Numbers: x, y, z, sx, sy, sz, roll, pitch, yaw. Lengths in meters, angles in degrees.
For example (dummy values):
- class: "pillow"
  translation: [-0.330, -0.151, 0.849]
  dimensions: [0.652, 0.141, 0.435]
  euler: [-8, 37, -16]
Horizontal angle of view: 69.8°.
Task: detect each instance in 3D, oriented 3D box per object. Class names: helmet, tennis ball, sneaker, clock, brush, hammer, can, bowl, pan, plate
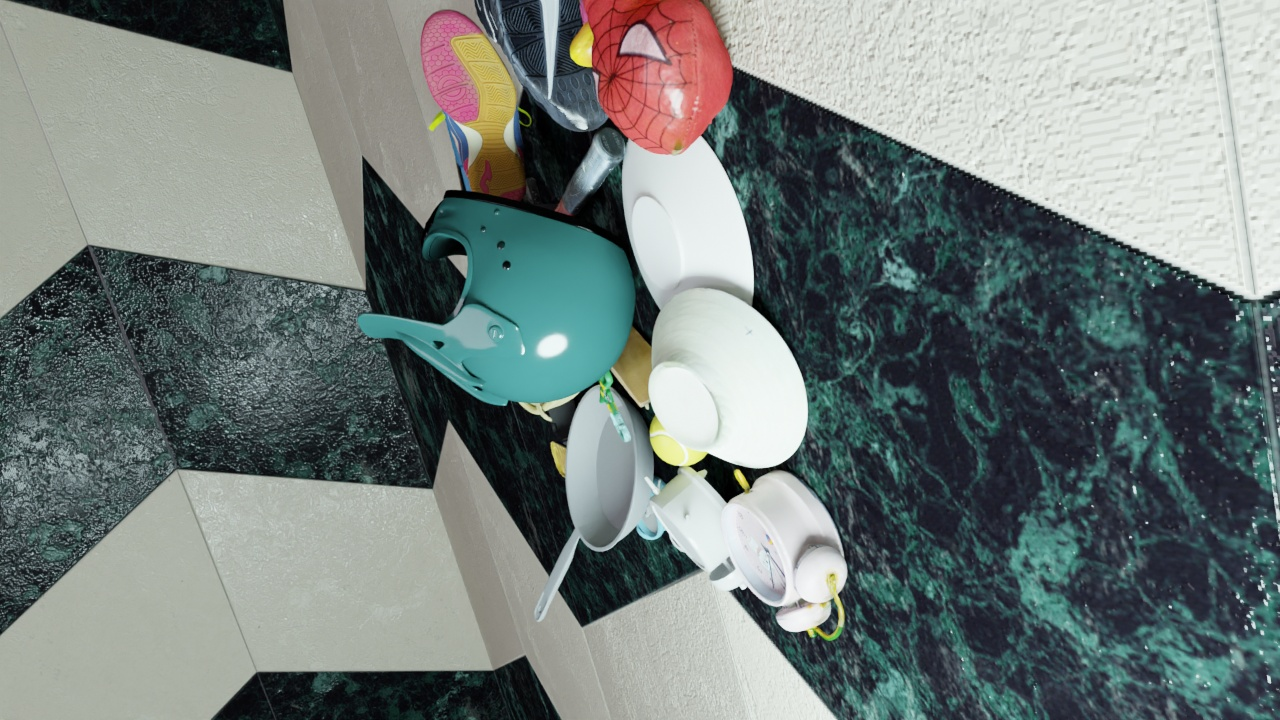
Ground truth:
- class: "helmet"
  translation: [-0.145, -0.056, 0.966]
  dimensions: [0.176, 0.275, 0.200]
  euler: [31, -104, -74]
- class: "tennis ball"
  translation: [0.042, 0.074, 0.929]
  dimensions: [0.065, 0.065, 0.065]
  euler: [49, 150, 41]
- class: "sneaker"
  translation: [-0.109, -0.327, 0.910]
  dimensions: [0.151, 0.097, 0.252]
  euler: [151, 99, -73]
- class: "clock"
  translation: [0.005, 0.181, 1.137]
  dimensions: [0.123, 0.042, 0.087]
  euler: [-27, 84, 66]
- class: "brush"
  translation: [-0.006, 0.006, 1.007]
  dimensions: [0.117, 0.049, 0.039]
  euler: [49, 169, 41]
- class: "hammer"
  translation: [-0.082, -0.186, 1.030]
  dimensions: [0.140, 0.036, 0.327]
  euler: [67, 159, 3]
- class: "can"
  translation: [-0.077, 0.132, 1.264]
  dimensions: [0.100, 0.059, 0.054]
  euler: [14, 121, 64]
- class: "clock"
  translation: [0.068, 0.177, 0.957]
  dimensions: [0.120, 0.061, 0.159]
  euler: [38, 162, 49]
- class: "bowl"
  translation: [0.057, 0.028, 0.803]
  dimensions: [0.177, 0.057, 0.177]
  euler: [29, 133, 35]
- class: "sneaker"
  translation: [-0.187, -0.283, 1.015]
  dimensions: [0.242, 0.116, 0.091]
  euler: [80, -179, -48]
- class: "pan"
  translation: [-0.066, 0.196, 1.155]
  dimensions: [0.200, 0.050, 0.357]
  euler: [56, 134, 50]
- class: "plate"
  translation: [0.027, -0.112, 0.852]
  dimensions: [0.229, 0.030, 0.230]
  euler: [49, 150, 41]
- class: "clock"
  translation: [0.133, 0.175, 0.816]
  dimensions: [0.158, 0.058, 0.117]
  euler: [54, 153, 32]

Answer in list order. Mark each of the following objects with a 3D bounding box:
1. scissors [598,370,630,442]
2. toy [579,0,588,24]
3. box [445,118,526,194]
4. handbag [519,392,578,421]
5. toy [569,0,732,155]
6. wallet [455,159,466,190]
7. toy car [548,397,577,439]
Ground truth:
- class: "scissors"
  translation: [-0.037, 0.042, 1.047]
  dimensions: [0.126, 0.011, 0.130]
  euler: [117, 131, -75]
- class: "toy"
  translation: [-0.026, -0.298, 0.801]
  dimensions: [0.094, 0.041, 0.095]
  euler: [37, 144, 59]
- class: "box"
  translation: [-0.184, -0.250, 1.204]
  dimensions: [0.170, 0.070, 0.244]
  euler: [-77, -23, -68]
- class: "handbag"
  translation: [-0.128, -0.023, 1.168]
  dimensions: [0.191, 0.088, 0.233]
  euler: [58, 157, -11]
- class: "toy"
  translation: [0.003, -0.260, 0.694]
  dimensions: [0.148, 0.098, 0.216]
  euler: [151, 99, -74]
- class: "wallet"
  translation: [-0.221, -0.238, 1.266]
  dimensions: [0.098, 0.027, 0.121]
  euler: [-64, -37, -71]
- class: "toy car"
  translation: [-0.111, 0.068, 1.315]
  dimensions: [0.036, 0.042, 0.092]
  euler: [-94, -10, -75]
